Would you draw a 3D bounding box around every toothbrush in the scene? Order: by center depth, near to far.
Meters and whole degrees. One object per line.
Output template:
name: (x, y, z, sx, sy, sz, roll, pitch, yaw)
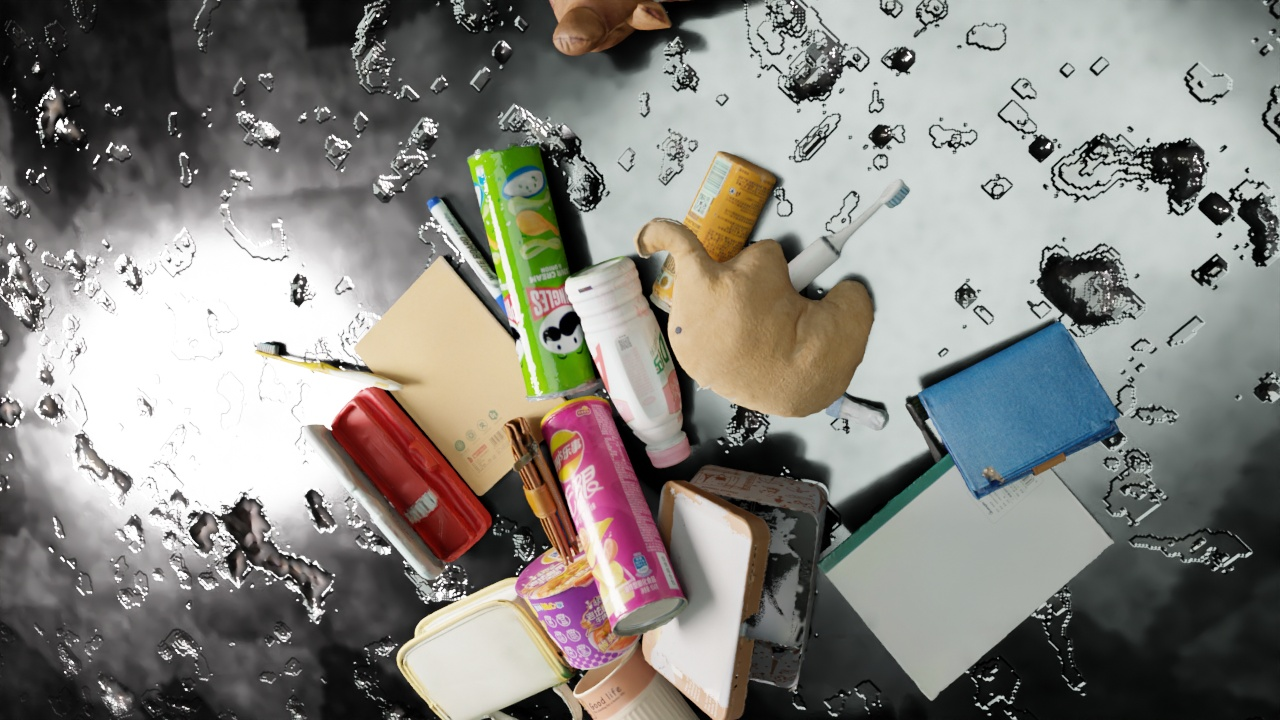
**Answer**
toothbrush: (0.290, 0.128, 0.810, 0.027, 0.026, 0.212, -29, 90, -13)
toothbrush: (0.145, -0.081, 0.812, 0.221, 0.026, 0.026, -41, 126, 19)
toothbrush: (-0.332, 0.006, 0.973, 0.191, 0.016, 0.018, 12, 95, 19)

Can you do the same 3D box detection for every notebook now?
notebook: (0.279, 0.166, 0.789, 0.209, 0.012, 0.150, -40, 87, -1)
notebook: (-0.183, 0.018, 0.939, 0.148, 0.008, 0.207, -42, 87, 19)

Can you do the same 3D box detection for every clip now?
clip: (0.194, 0.047, 0.825, 0.057, 0.028, 0.024, 23, 105, 22)

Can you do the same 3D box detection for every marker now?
marker: (-0.163, -0.100, 0.906, 0.017, 0.016, 0.146, -37, 89, 20)

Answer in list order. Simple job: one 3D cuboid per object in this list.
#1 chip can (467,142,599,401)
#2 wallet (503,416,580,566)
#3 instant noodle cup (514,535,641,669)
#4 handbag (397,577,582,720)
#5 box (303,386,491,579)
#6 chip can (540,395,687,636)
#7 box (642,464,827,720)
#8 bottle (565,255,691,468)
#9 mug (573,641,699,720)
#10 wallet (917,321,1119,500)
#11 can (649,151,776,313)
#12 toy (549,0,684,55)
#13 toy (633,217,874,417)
chip can: (-0.101, -0.083, 0.862, 0.072, 0.072, 0.236, -11, 96, 18)
wallet: (-0.092, 0.122, 0.873, 0.035, 0.119, 0.130, -23, 98, -5)
instant noodle cup: (-0.053, 0.237, 0.895, 0.112, 0.111, 0.099, -20, 102, 19)
handbag: (-0.143, 0.328, 0.965, 0.164, 0.063, 0.179, -30, 100, 19)
box: (-0.256, 0.131, 0.936, 0.095, 0.099, 0.201, -42, 87, 20)
chip can: (-0.028, 0.137, 0.828, 0.071, 0.071, 0.210, -36, 56, 19)
box: (0.076, 0.201, 0.812, 0.151, 0.168, 0.182, 8, 103, 14)
bottle: (-0.005, 0.005, 0.848, 0.068, 0.068, 0.197, -17, 103, 19)
mug: (-0.010, 0.351, 0.920, 0.106, 0.081, 0.115, 51, 136, 1)
wallet: (0.317, 0.043, 0.769, 0.133, 0.040, 0.106, -29, 85, 9)
can: (0.063, -0.109, 0.814, 0.058, 0.058, 0.146, 29, 107, 10)
toy: (0.009, -0.340, 0.759, 0.200, 0.130, 0.140, -19, 89, 10)
toy: (0.087, -0.034, 0.778, 0.226, 0.082, 0.143, 24, 95, -14)
